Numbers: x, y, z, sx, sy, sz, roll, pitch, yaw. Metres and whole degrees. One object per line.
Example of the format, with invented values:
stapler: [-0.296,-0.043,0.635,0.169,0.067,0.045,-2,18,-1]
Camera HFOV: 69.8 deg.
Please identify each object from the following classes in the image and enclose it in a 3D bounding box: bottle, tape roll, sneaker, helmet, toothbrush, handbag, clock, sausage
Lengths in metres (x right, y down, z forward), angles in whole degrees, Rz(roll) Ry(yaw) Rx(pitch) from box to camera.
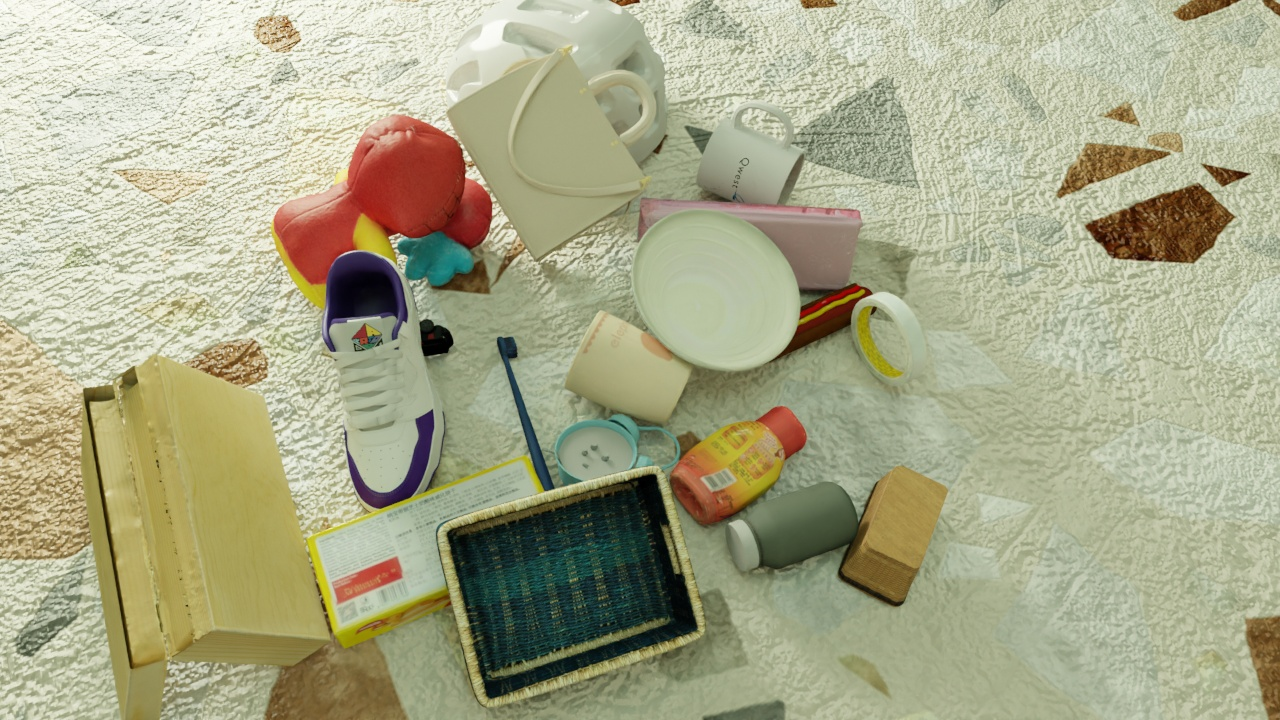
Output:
bottle: [0.133,0.148,0.810,0.108,0.060,0.060,-16,59,-15]
tape roll: [0.246,-0.021,0.913,0.019,0.094,0.094,-22,60,-19]
sneaker: [-0.232,0.011,0.813,0.092,0.111,0.244,-9,75,-6]
helmet: [-0.104,-0.342,1.100,0.283,0.184,0.223,23,50,35]
toothbrush: [-0.108,0.052,0.881,0.017,0.016,0.189,-9,57,-19]
bottle: [0.094,0.093,0.851,0.134,0.049,0.071,-32,65,-23]
handbag: [-0.071,-0.227,0.957,0.198,0.101,0.194,-32,96,-3]
clock: [-0.022,0.086,0.841,0.123,0.042,0.087,-10,46,-16]
sausage: [0.179,-0.040,0.954,0.155,0.040,0.040,-24,61,-19]

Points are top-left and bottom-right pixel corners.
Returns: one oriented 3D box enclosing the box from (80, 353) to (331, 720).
box: [-0.373,0.136,0.733,0.179,0.142,0.248,-24,61,-8]

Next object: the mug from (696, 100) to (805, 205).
mug: [0.129,-0.231,1.031,0.096,0.120,0.082,26,42,12]

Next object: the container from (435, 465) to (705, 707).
container: [-0.058,0.176,0.737,0.187,0.071,0.145,-14,84,-16]

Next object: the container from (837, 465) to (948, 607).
container: [0.228,0.150,0.815,0.063,0.061,0.113,26,58,12]

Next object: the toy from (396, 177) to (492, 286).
toy: [-0.206,-0.139,0.980,0.092,0.062,0.132,12,72,21]

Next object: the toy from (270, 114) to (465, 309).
toy: [-0.271,-0.157,0.923,0.216,0.098,0.147,-37,69,7]

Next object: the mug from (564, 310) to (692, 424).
mug: [-0.005,0.005,0.891,0.104,0.085,0.111,26,28,3]

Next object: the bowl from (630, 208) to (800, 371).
bowl: [0.067,-0.061,0.913,0.176,0.058,0.176,7,65,-16]

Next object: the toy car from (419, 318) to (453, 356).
toy car: [-0.231,-0.017,0.901,0.091,0.042,0.036,3,63,-3]

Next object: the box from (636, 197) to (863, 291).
box: [0.112,-0.136,0.988,0.232,0.099,0.080,2,35,-2]

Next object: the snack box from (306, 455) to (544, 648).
snack box: [-0.173,0.160,0.787,0.200,0.042,0.092,-20,60,-17]
